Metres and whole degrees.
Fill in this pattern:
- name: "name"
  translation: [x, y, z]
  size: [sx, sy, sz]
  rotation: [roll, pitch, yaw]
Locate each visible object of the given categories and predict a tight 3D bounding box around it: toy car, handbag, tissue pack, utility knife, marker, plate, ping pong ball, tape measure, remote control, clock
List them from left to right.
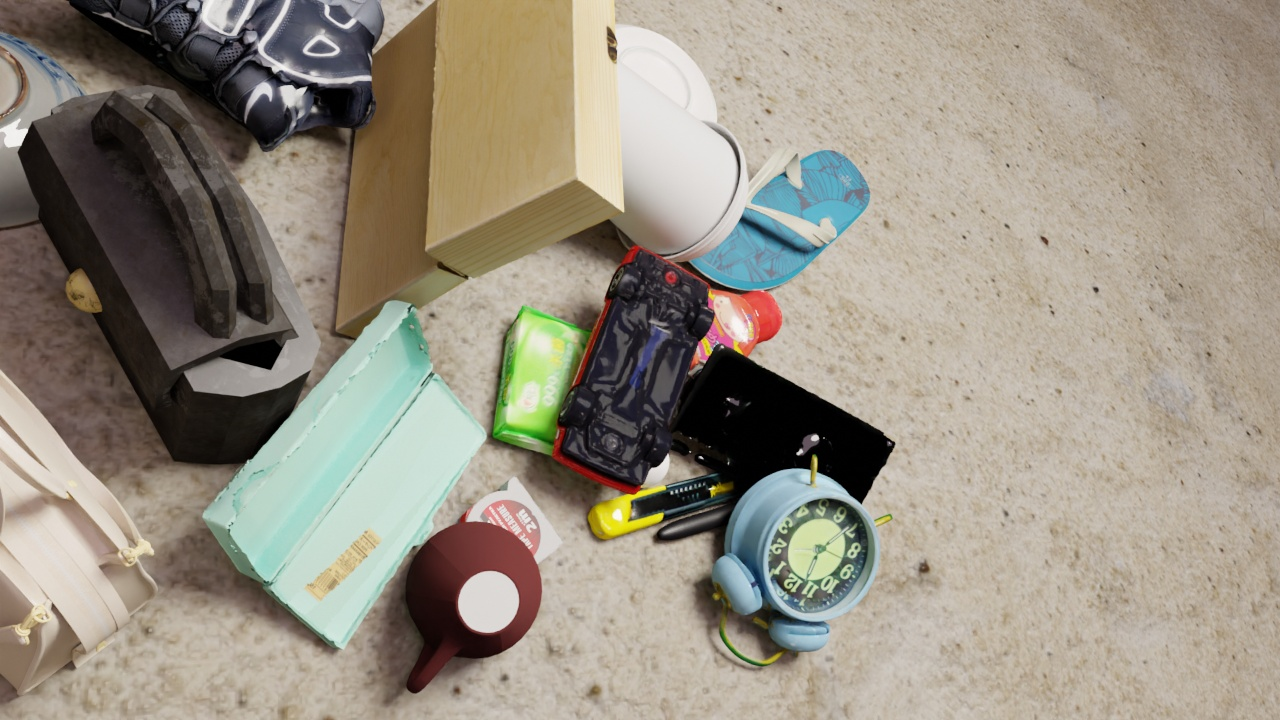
- name: "handbag"
  translation: [-0.312, 0.054, 0.429]
  size: [0.194, 0.198, 0.101]
  rotation: [50, 51, -2]
- name: "handbag"
  translation: [-0.264, -0.054, 0.513]
  size: [0.102, 0.200, 0.197]
  rotation: [-28, 82, -38]
- name: "remote control"
  translation: [-0.336, -0.224, 0.669]
  size: [0.140, 0.021, 0.045]
  rotation: [35, 50, -18]
- name: "tape measure"
  translation: [-0.095, 0.122, 0.644]
  size: [0.062, 0.020, 0.060]
  rotation: [-35, 88, -38]
- name: "tissue pack"
  translation: [-0.059, 0.022, 0.710]
  size: [0.099, 0.034, 0.113]
  rotation: [18, 57, -22]
- name: "toy car"
  translation: [-0.004, 0.004, 0.694]
  size: [0.081, 0.056, 0.189]
  rotation: [26, 63, -14]
- name: "ping pong ball"
  translation: [0.002, 0.079, 0.714]
  size: [0.040, 0.040, 0.040]
  rotation: [14, 60, -26]
- name: "plate"
  translation: [0.013, -0.274, 0.914]
  size: [0.156, 0.014, 0.156]
  rotation: [14, 61, -25]
- name: "utility knife"
  translation: [0.034, 0.109, 0.733]
  size: [0.172, 0.020, 0.028]
  rotation: [-10, 74, -37]
- name: "marker"
  translation: [0.068, 0.126, 0.745]
  size: [0.133, 0.018, 0.015]
  rotation: [-10, 86, -35]
- name: "toy car"
  translation: [0.106, 0.060, 0.763]
  size: [0.191, 0.071, 0.094]
  rotation: [26, 92, -23]
- name: "clock"
  translation: [0.119, 0.161, 0.716]
  size: [0.118, 0.060, 0.162]
  rotation: [34, 84, -17]

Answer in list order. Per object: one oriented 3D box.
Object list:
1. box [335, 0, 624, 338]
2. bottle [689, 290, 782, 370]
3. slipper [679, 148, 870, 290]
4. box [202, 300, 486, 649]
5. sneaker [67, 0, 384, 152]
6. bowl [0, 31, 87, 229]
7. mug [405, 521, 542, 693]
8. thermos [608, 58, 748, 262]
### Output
- name: "box"
  translation: [-0.121, -0.166, 0.631]
  size: [0.068, 0.254, 0.246]
  rotation: [22, 55, -41]
- name: "bottle"
  translation: [0.065, -0.026, 0.801]
  size: [0.134, 0.049, 0.071]
  rotation: [-18, 75, -37]
- name: "slipper"
  translation: [0.151, -0.151, 0.912]
  size: [0.294, 0.060, 0.118]
  rotation: [-31, 89, -38]
- name: "box"
  translation: [-0.178, 0.069, 0.587]
  size: [0.186, 0.052, 0.139]
  rotation: [-58, 145, -38]
- name: "sneaker"
  translation: [-0.287, -0.215, 0.627]
  size: [0.252, 0.097, 0.150]
  rotation: [0, 69, -46]
- name: "bowl"
  translation: [-0.414, -0.157, 0.562]
  size: [0.150, 0.057, 0.150]
  rotation: [14, 60, -25]
- name: "mug"
  translation: [-0.107, 0.156, 0.566]
  size: [0.087, 0.088, 0.113]
  rotation: [37, 74, -8]
- name: "thermos"
  translation: [-0.016, -0.173, 0.729]
  size: [0.221, 0.132, 0.131]
  rotation: [29, 50, -49]
